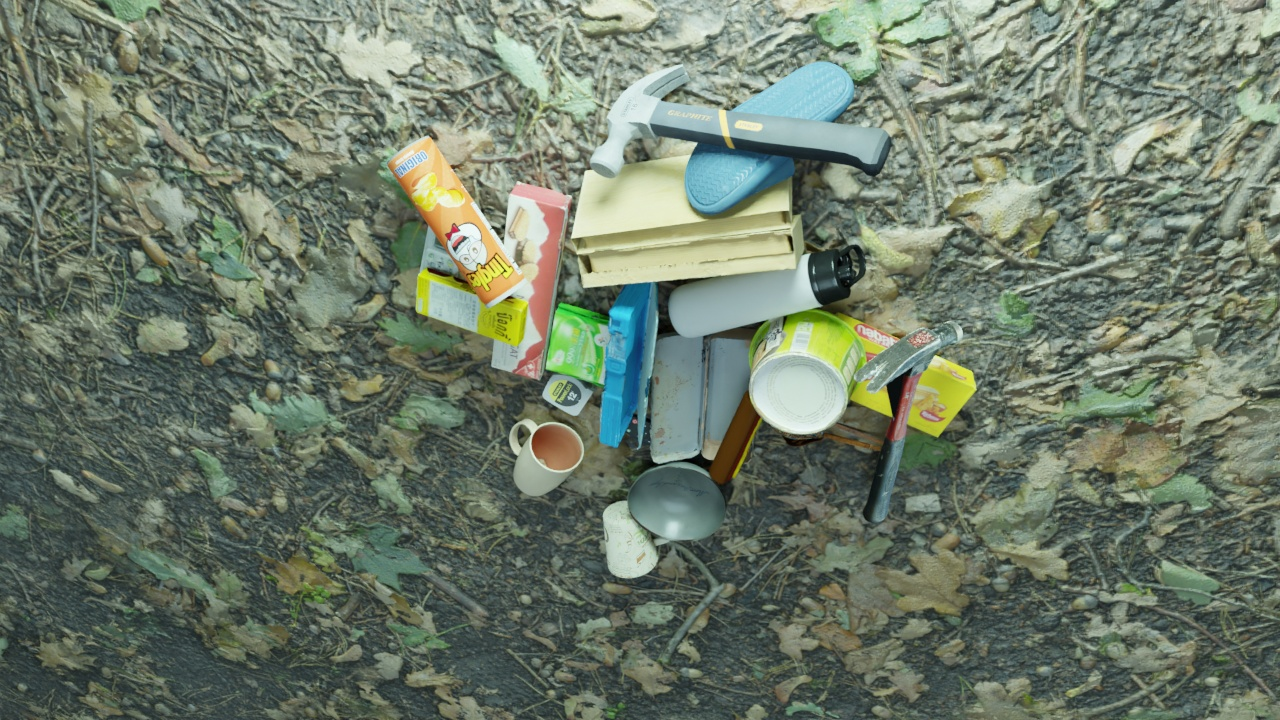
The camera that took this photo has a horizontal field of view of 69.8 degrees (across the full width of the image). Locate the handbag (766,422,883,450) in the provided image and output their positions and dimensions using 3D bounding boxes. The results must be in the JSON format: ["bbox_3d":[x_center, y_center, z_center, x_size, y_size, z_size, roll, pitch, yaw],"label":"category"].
[{"bbox_3d":[0.259,0.101,1.236,0.195,0.093,0.043,17,102,-11],"label":"handbag"}]

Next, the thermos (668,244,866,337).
[{"bbox_3d":[0.154,-0.087,1.128,0.230,0.101,0.068,-13,105,30],"label":"thermos"}]

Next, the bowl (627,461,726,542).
[{"bbox_3d":[0.057,0.197,1.362,0.151,0.056,0.151,6,127,8],"label":"bowl"}]

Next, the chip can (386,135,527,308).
[{"bbox_3d":[-0.223,-0.167,1.124,0.062,0.062,0.210,-28,102,28],"label":"chip can"}]

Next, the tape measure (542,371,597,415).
[{"bbox_3d":[-0.102,0.043,1.308,0.065,0.016,0.064,28,126,-9],"label":"tape measure"}]

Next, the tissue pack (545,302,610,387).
[{"bbox_3d":[-0.074,-0.021,1.247,0.099,0.034,0.114,16,125,2],"label":"tissue pack"}]

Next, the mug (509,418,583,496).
[{"bbox_3d":[-0.152,0.140,1.358,0.111,0.085,0.105,49,137,10],"label":"mug"}]

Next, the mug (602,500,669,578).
[{"bbox_3d":[-0.001,0.269,1.427,0.122,0.081,0.097,-14,116,-4],"label":"mug"}]

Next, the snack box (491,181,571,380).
[{"bbox_3d":[-0.145,-0.096,1.200,0.076,0.044,0.274,16,127,2],"label":"snack box"}]

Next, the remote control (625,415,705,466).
[{"bbox_3d":[0.037,0.117,1.336,0.124,0.010,0.039,27,126,-8],"label":"remote control"}]

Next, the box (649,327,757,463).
[{"bbox_3d":[0.089,0.052,1.252,0.157,0.063,0.217,-6,127,-8],"label":"box"}]

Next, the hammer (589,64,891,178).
[{"bbox_3d":[0.102,-0.232,0.951,0.313,0.139,0.035,18,166,30],"label":"hammer"}]

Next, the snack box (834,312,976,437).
[{"bbox_3d":[0.320,0.019,1.185,0.200,0.042,0.092,24,126,-5],"label":"snack box"}]

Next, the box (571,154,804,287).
[{"bbox_3d":[0.055,-0.157,1.062,0.249,0.140,0.148,-5,116,15],"label":"box"}]

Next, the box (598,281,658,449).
[{"bbox_3d":[-0.006,0.007,1.194,0.066,0.090,0.244,17,136,11],"label":"box"}]

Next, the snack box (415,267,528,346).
[{"bbox_3d":[-0.222,-0.070,1.203,0.149,0.025,0.061,19,127,9],"label":"snack box"}]

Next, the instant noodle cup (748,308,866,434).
[{"bbox_3d":[0.199,0.019,1.125,0.146,0.097,0.146,9,123,13],"label":"instant noodle cup"}]

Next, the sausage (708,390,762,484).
[{"bbox_3d":[0.133,0.105,1.242,0.040,0.040,0.156,19,124,-2],"label":"sausage"}]

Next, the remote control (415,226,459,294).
[{"bbox_3d":[-0.263,-0.130,1.214,0.050,0.022,0.134,20,127,-2],"label":"remote control"}]

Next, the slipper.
[{"bbox_3d":[0.136,-0.239,0.994,0.214,0.103,0.059,-40,146,6],"label":"slipper"}]

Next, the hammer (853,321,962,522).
[{"bbox_3d":[0.317,0.098,1.168,0.140,0.036,0.327,-22,136,-22],"label":"hammer"}]
